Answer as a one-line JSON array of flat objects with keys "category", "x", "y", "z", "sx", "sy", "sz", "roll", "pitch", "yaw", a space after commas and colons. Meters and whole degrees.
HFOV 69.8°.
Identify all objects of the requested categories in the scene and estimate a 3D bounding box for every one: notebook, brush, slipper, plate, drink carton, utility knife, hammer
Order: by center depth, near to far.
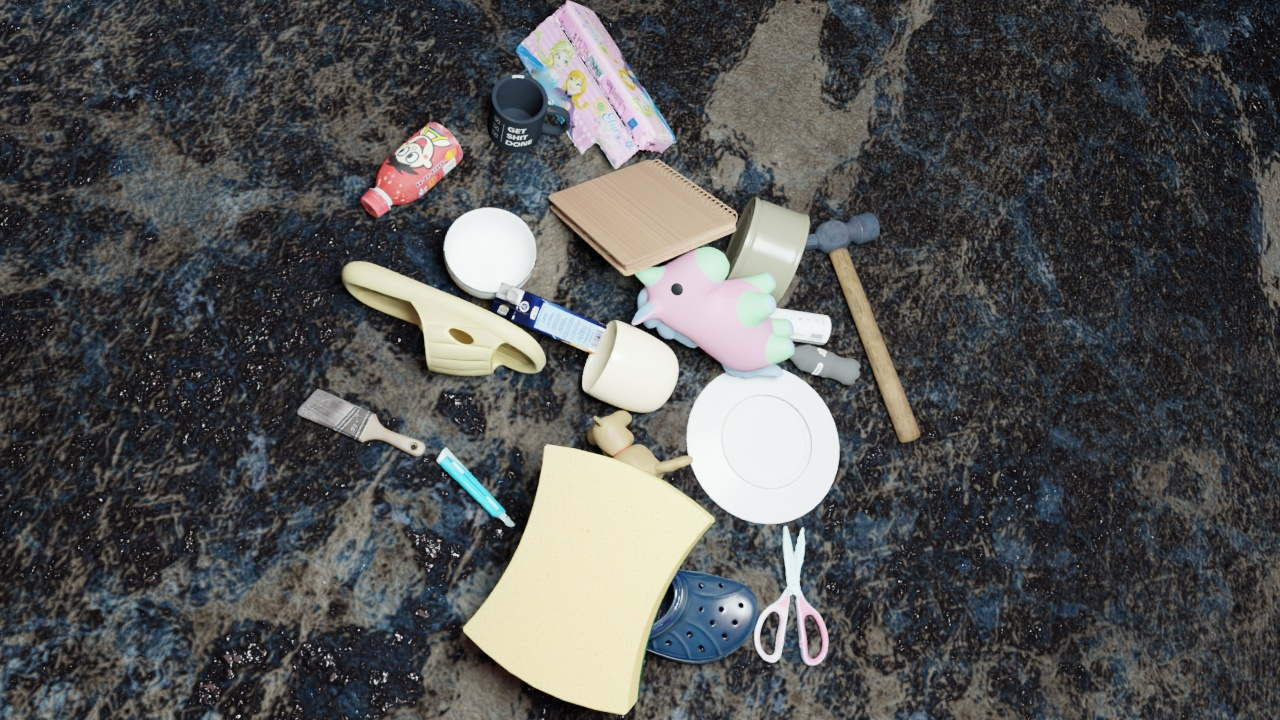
[{"category": "brush", "x": -0.053, "y": 0.232, "z": 0.998, "sx": 0.195, "sy": 0.075, "sz": 0.250, "roll": 23, "pitch": 86, "yaw": 12}, {"category": "slipper", "x": 0.018, "y": 0.285, "z": 1.059, "sx": 0.253, "sy": 0.095, "sz": 0.105, "roll": 13, "pitch": 69, "yaw": -5}, {"category": "brush", "x": -0.324, "y": 0.077, "z": 1.078, "sx": 0.151, "sy": 0.012, "sz": 0.038, "roll": 25, "pitch": 70, "yaw": -5}, {"category": "slipper", "x": -0.240, "y": -0.033, "z": 1.078, "sx": 0.261, "sy": 0.111, "sz": 0.079, "roll": 25, "pitch": 68, "yaw": -1}, {"category": "utility knife", "x": -0.194, "y": 0.153, "z": 1.087, "sx": 0.124, "sy": 0.015, "sz": 0.022, "roll": 44, "pitch": 40, "yaw": 0}, {"category": "drink carton", "x": -0.112, "y": -0.051, "z": 1.106, "sx": 0.130, "sy": 0.064, "sz": 0.040, "roll": 23, "pitch": 89, "yaw": -37}, {"category": "notebook", "x": 0.003, "y": -0.189, "z": 1.158, "sx": 0.169, "sy": 0.022, "sz": 0.210, "roll": -24, "pitch": 41, "yaw": -19}, {"category": "plate", "x": 0.162, "y": 0.105, "z": 1.184, "sx": 0.208, "sy": 0.015, "sz": 0.208, "roll": 4, "pitch": 74, "yaw": -12}, {"category": "hammer", "x": 0.310, "y": -0.042, "z": 1.252, "sx": 0.129, "sy": 0.040, "sz": 0.321, "roll": -16, "pitch": 80, "yaw": -13}]

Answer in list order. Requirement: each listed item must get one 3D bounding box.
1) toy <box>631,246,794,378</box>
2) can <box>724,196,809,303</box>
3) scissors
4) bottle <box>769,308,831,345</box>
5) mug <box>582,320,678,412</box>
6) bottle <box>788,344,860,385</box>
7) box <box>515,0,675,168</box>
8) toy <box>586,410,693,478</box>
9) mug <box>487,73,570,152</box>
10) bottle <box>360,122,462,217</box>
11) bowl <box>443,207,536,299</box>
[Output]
[{"category": "toy", "x": 0.092, "y": -0.049, "z": 1.146, "sx": 0.171, "sy": 0.222, "sz": 0.119, "roll": -15, "pitch": 37, "yaw": 20}, {"category": "can", "x": 0.159, "y": -0.142, "z": 1.195, "sx": 0.073, "sy": 0.128, "sz": 0.127, "roll": 20, "pitch": 71, "yaw": -5}, {"category": "scissors", "x": 0.175, "y": 0.287, "z": 1.136, "sx": 0.105, "sy": 0.016, "sz": 0.179, "roll": -2, "pitch": 75, "yaw": -14}, {"category": "bottle", "x": 0.193, "y": -0.048, "z": 1.221, "sx": 0.116, "sy": 0.041, "sz": 0.041, "roll": 8, "pitch": 73, "yaw": -11}, {"category": "mug", "x": -0.007, "y": 0.007, "z": 1.136, "sx": 0.099, "sy": 0.096, "sz": 0.120, "roll": 24, "pitch": 30, "yaw": -18}, {"category": "bottle", "x": 0.237, "y": 0.002, "z": 1.220, "sx": 0.110, "sy": 0.036, "sz": 0.036, "roll": 18, "pitch": 71, "yaw": -8}, {"category": "box", "x": -0.062, "y": -0.366, "z": 1.258, "sx": 0.230, "sy": 0.106, "sz": 0.086, "roll": 58, "pitch": 27, "yaw": 6}, {"category": "toy", "x": -0.018, "y": 0.115, "z": 1.096, "sx": 0.134, "sy": 0.106, "sz": 0.108, "roll": -35, "pitch": 74, "yaw": 2}, {"category": "mug", "x": -0.144, "y": -0.319, "z": 1.199, "sx": 0.105, "sy": 0.078, "sz": 0.071, "roll": 7, "pitch": 73, "yaw": -11}, {"category": "bottle", "x": -0.290, "y": -0.234, "z": 1.149, "sx": 0.062, "sy": 0.062, "sz": 0.137, "roll": 41, "pitch": 69, "yaw": 0}, {"category": "bowl", "x": -0.188, "y": -0.127, "z": 1.141, "sx": 0.113, "sy": 0.063, "sz": 0.113, "roll": 3, "pitch": 74, "yaw": -12}]
